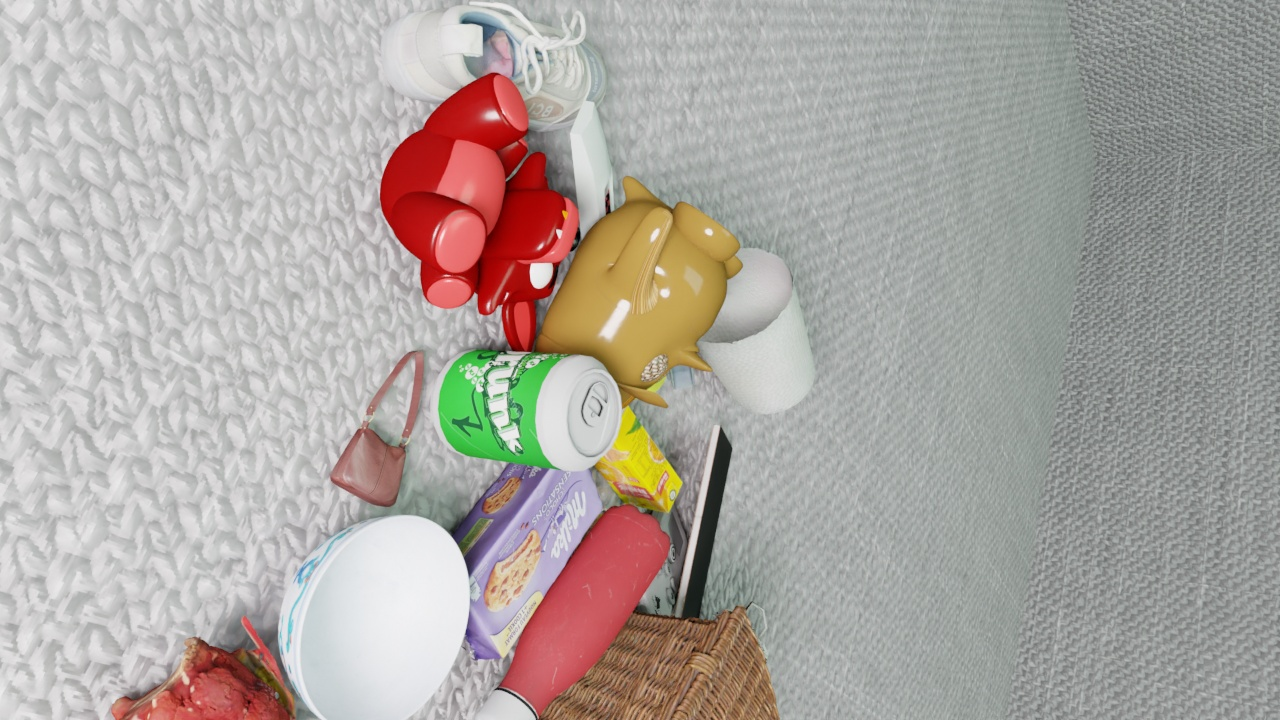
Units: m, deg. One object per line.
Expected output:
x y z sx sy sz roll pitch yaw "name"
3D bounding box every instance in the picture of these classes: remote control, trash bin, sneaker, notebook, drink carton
-0.040 -0.157 0.825 0.144 0.024 0.049 87 14 -48 "remote control"
0.023 0.214 0.959 0.150 0.019 0.074 -68 144 -55 "remote control"
0.129 -0.025 1.042 0.161 0.133 0.133 57 49 -47 "trash bin"
-0.087 -0.237 0.743 0.241 0.091 0.089 -14 103 -54 "sneaker"
0.074 0.187 1.035 0.141 0.008 0.209 55 46 -71 "notebook"
-0.013 0.097 0.904 0.042 0.059 0.134 -61 138 -28 "drink carton"

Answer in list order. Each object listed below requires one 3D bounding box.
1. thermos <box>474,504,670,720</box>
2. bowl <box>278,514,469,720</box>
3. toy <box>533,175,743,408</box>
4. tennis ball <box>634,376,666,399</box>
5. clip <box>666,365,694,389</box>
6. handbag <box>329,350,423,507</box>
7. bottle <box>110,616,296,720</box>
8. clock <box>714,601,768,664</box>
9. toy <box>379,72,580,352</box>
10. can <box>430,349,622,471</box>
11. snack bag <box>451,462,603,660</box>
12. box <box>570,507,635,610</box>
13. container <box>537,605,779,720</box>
-0.058 0.228 0.790 0.239 0.073 0.073 -50 131 -40 "thermos"
-0.196 0.174 0.636 0.143 0.074 0.144 -7 98 -55 "bowl"
-0.007 -0.035 0.798 0.203 0.162 0.198 -54 169 -1 "toy"
-0.005 0.005 0.901 0.065 0.065 0.065 -7 98 -54 "tennis ball"
0.030 -0.049 0.919 0.127 0.028 0.167 -118 -165 -76 "clip"
-0.187 0.045 0.686 0.055 0.029 0.119 44 53 -45 "handbag"
-0.251 0.220 0.549 0.111 0.099 0.098 48 50 -13 "bottle"
0.092 0.346 1.065 0.154 0.065 0.115 -47 130 -22 "clock"
-0.108 -0.104 0.710 0.197 0.121 0.158 45 52 -56 "toy"
-0.091 0.037 0.717 0.087 0.140 0.088 -7 98 -54 "can"
-0.104 0.146 0.782 0.204 0.058 0.096 -54 136 -41 "snack bag"
-0.015 0.243 0.938 0.064 0.033 0.209 -48 129 -39 "box"
-0.018 0.339 0.807 0.249 0.183 0.162 -47 130 -41 "container"
